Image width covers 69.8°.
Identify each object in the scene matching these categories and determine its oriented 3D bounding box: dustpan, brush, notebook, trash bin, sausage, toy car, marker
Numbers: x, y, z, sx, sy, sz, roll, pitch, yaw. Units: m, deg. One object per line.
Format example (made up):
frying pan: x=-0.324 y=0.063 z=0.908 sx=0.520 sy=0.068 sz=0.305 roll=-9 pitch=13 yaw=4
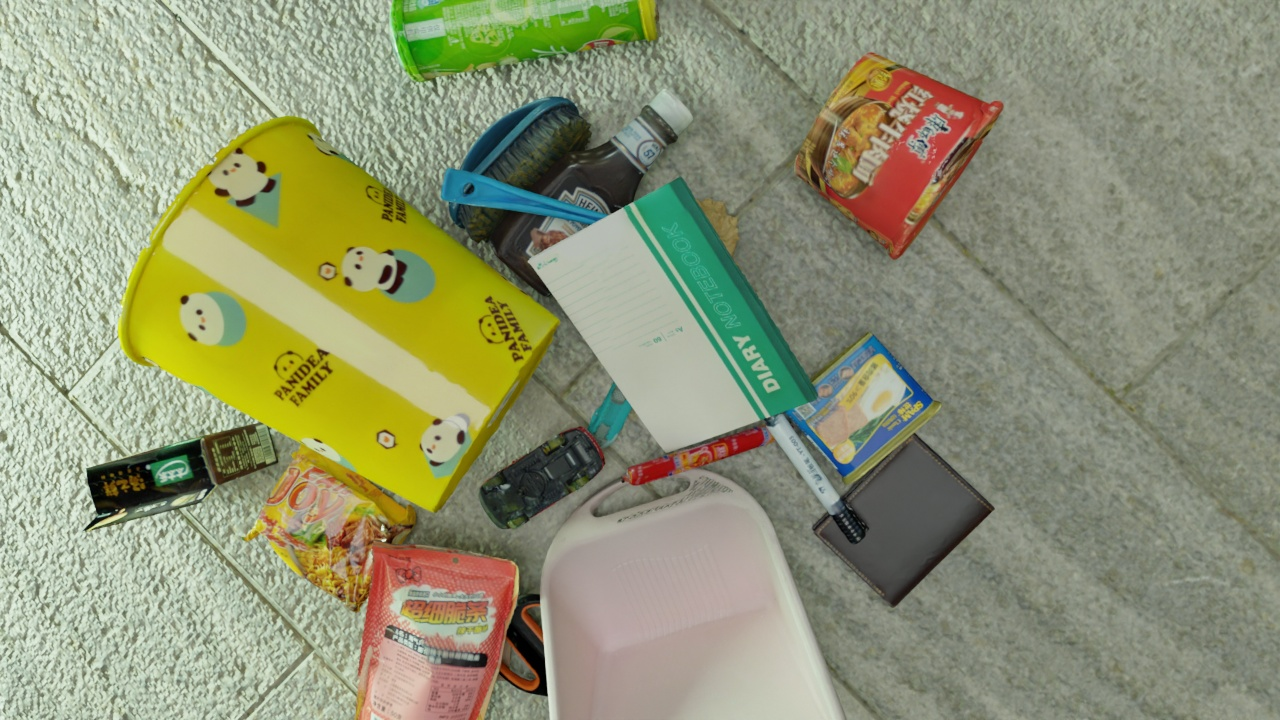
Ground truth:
dustpan: x=0.020 y=0.214 z=0.716 sx=0.222 sy=0.273 sz=0.139 roll=-19 pitch=116 yaw=4
brush: x=-0.032 y=-0.111 z=0.738 sx=0.254 sy=0.046 sz=0.083 roll=12 pitch=106 yaw=-17
notebook: x=0.026 y=-0.026 z=0.730 sx=0.151 sy=0.012 sz=0.209 roll=-23 pitch=112 yaw=31
trash bin: x=-0.218 y=-0.025 z=0.723 sx=0.255 sy=0.229 sz=0.230 roll=33 pitch=96 yaw=-2
sausage: x=0.057 y=0.078 z=0.780 sx=0.156 sy=0.020 sz=0.020 roll=-17 pitch=91 yaw=-5
toy car: x=-0.085 y=0.102 z=0.797 sx=0.121 sy=0.045 sz=0.053 roll=-32 pitch=89 yaw=15
marker: x=0.147 y=0.097 z=0.769 sx=0.022 sy=0.018 sz=0.130 roll=-35 pitch=91 yaw=-14
brush: x=-0.110 y=-0.169 z=0.782 sx=0.144 sy=0.055 sz=0.073 roll=-45 pitch=64 yaw=7

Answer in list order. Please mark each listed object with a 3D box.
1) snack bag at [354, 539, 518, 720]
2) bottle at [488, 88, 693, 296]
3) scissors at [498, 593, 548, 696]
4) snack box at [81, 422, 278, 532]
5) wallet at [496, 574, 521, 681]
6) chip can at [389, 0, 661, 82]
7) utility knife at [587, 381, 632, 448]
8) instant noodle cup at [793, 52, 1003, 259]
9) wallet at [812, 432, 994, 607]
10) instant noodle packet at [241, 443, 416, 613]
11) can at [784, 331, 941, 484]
snack bag: x=-0.180 y=0.256 z=0.785 sx=0.128 sy=0.073 sz=0.208 roll=13 pitch=103 yaw=0
bottle: x=-0.036 y=-0.144 z=0.766 sx=0.195 sy=0.044 sz=0.080 roll=-45 pitch=126 yaw=7
scissors: x=-0.061 y=0.314 z=0.819 sx=0.125 sy=0.021 sz=0.235 roll=-19 pitch=98 yaw=8
snack box: x=-0.397 y=0.097 z=0.791 sx=0.113 sy=0.125 sz=0.053 roll=-15 pitch=91 yaw=7
wallet: x=-0.169 y=0.233 z=0.829 sx=0.115 sy=0.020 sz=0.101 roll=9 pitch=93 yaw=3
chip can: x=-0.097 y=-0.284 z=0.762 sx=0.221 sy=0.072 sz=0.072 roll=-8 pitch=92 yaw=6
utility knife: x=-0.005 y=0.005 z=0.798 sx=0.029 sy=0.013 sz=0.171 roll=27 pitch=96 yaw=5
instant noodle cup: x=0.194 y=-0.163 z=0.713 sx=0.108 sy=0.137 sz=0.138 roll=36 pitch=96 yaw=12
wallet: x=0.222 y=0.135 z=0.779 sx=0.096 sy=0.020 sz=0.122 roll=44 pitch=98 yaw=7
instant noodle packet: x=-0.280 y=0.148 z=0.824 sx=0.128 sy=0.044 sz=0.111 roll=33 pitch=92 yaw=4
can: x=0.180 y=0.038 z=0.759 sx=0.102 sy=0.057 sz=0.083 roll=-42 pitch=86 yaw=7
